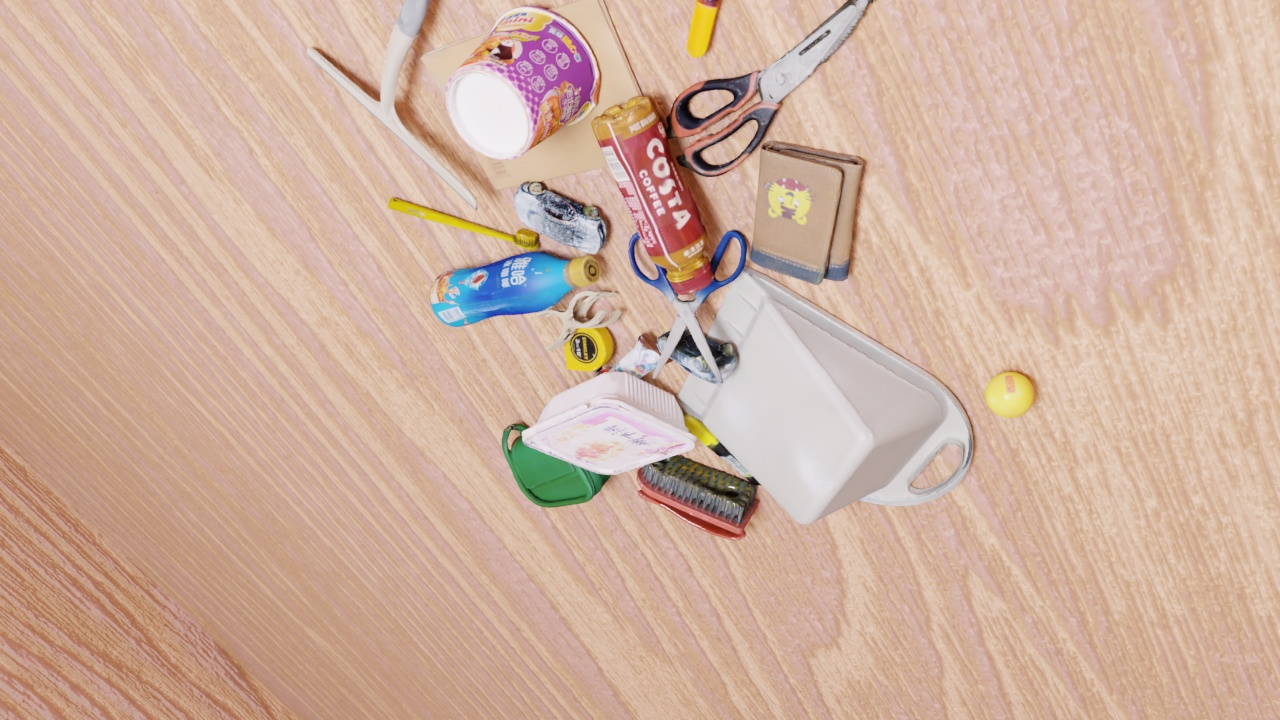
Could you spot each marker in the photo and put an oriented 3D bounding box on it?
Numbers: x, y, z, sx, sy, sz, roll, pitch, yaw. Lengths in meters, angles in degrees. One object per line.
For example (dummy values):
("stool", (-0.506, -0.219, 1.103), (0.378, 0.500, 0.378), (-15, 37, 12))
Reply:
("marker", (0.056, -0.291, 0.700), (0.018, 0.015, 0.124), (24, 135, 10))
("marker", (0.094, 0.102, 1.041), (0.124, 0.015, 0.018), (41, 134, -11))

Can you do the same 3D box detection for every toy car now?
("toy car", (-0.083, -0.140, 0.914), (0.105, 0.031, 0.049), (26, 146, 12))
("toy car", (0.056, -0.006, 0.926), (0.091, 0.042, 0.034), (29, 137, 39))

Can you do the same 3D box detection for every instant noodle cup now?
("instant noodle cup", (-0.035, 0.068, 1.030), (0.138, 0.060, 0.174), (26, 146, -31))
("instant noodle cup", (-0.106, -0.231, 0.782), (0.112, 0.099, 0.112), (17, 135, 18))

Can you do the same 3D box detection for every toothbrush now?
("toothbrush", (-0.194, -0.151, 0.994), (0.190, 0.015, 0.017), (18, 131, 19))

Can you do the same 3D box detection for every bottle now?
("bottle", (0.016, -0.141, 0.810), (0.058, 0.057, 0.175), (-5, 122, 37))
("bottle", (-0.135, -0.081, 0.984), (0.219, 0.065, 0.065), (-8, 123, 38))

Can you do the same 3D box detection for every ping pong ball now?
("ping pong ball", (0.322, 0.030, 0.802), (0.040, 0.040, 0.040), (18, 136, 18))

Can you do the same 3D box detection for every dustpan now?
("dustpan", (0.193, 0.049, 0.930), (0.257, 0.142, 0.223), (53, 145, 25))

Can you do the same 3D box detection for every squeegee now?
("squeegee", (-0.210, -0.296, 0.837), (0.246, 0.039, 0.247), (43, 134, 7))

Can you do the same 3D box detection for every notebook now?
("notebook", (-0.093, -0.238, 0.849), (0.212, 0.012, 0.149), (-3, 127, 36))

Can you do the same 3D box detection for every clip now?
("clip", (-0.068, -0.047, 0.979), (0.101, 0.034, 0.076), (-24, 79, 37))

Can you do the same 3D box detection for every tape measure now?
("tape measure", (-0.057, -0.017, 1.015), (0.057, 0.028, 0.060), (5, 111, 29))

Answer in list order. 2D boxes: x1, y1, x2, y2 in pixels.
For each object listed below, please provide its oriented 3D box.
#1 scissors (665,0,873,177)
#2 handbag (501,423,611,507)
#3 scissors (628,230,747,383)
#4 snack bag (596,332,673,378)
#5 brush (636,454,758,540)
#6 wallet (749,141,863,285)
("scissors", (0.092, -0.229, 0.732), (0.177, 0.015, 0.211), (22, 137, 16))
("handbag", (-0.102, 0.121, 1.156), (0.132, 0.067, 0.120), (-14, 112, 42))
("scissors", (0.043, -0.060, 0.882), (0.162, 0.012, 0.176), (44, 119, 16))
("snack bag", (-0.006, 0.006, 1.008), (0.045, 0.026, 0.106), (43, 137, -7))
("brush", (0.061, 0.160, 1.079), (0.146, 0.063, 0.069), (20, 123, 19))
("wallet", (0.141, -0.125, 0.786), (0.090, 0.033, 0.115), (18, 132, 20))
